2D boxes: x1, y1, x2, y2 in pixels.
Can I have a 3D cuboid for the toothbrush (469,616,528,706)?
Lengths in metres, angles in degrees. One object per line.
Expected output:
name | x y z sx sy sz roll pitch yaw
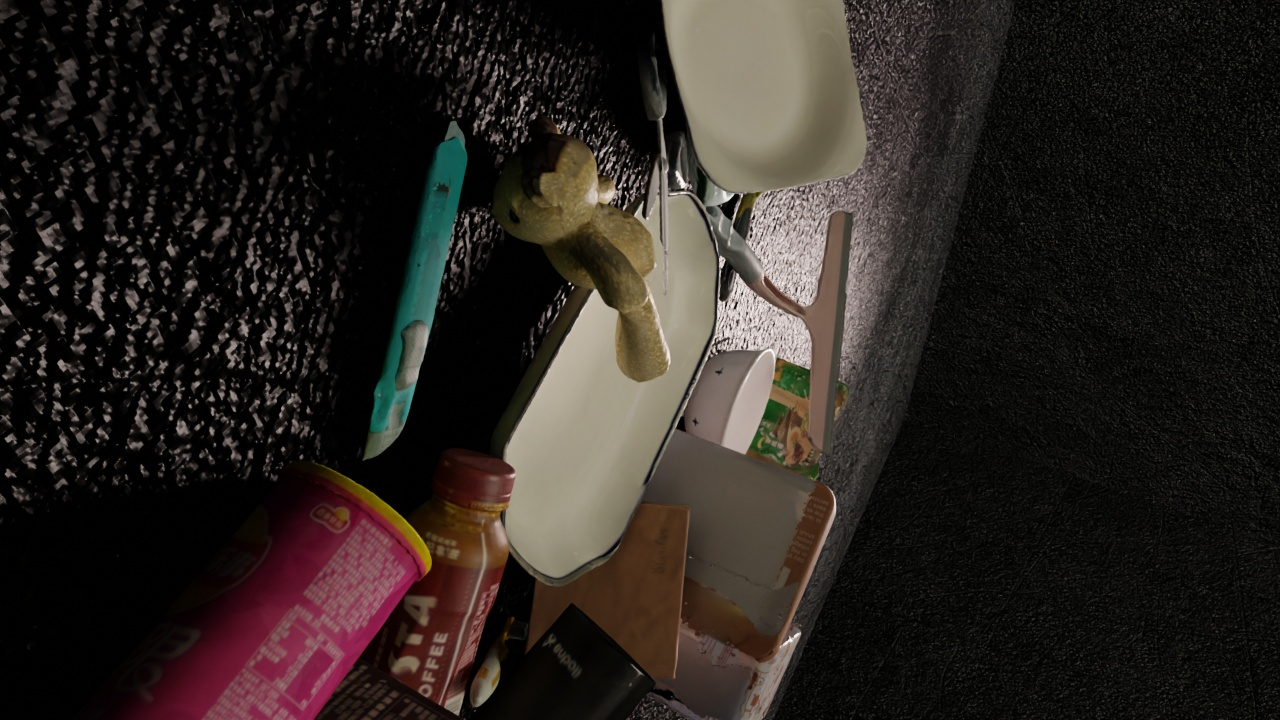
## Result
toothbrush | -0.082 0.176 0.546 0.191 0.018 0.016 119 -19 -84

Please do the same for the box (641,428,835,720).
box | 0.039 0.152 0.698 0.193 0.183 0.156 -66 160 -3

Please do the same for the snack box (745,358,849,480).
snack box | 0.161 0.069 1.022 0.118 0.117 0.105 -66 164 -4

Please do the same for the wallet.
wallet | -0.021 0.149 0.615 0.020 0.101 0.115 100 -4 -76

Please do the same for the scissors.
scissors | 0.013 -0.113 0.511 0.175 0.014 0.159 -8 89 -79

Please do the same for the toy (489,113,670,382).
toy | -0.023 -0.051 0.479 0.105 0.066 0.157 -95 161 -45

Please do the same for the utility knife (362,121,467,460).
utility knife | -0.099 -0.029 0.411 0.029 0.013 0.157 -14 122 -68

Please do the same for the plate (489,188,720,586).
plate | -0.021 0.011 0.585 0.265 0.034 0.162 -64 148 -21

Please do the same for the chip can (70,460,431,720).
chip can | -0.164 0.136 0.319 0.210 0.071 0.071 -56 155 -32

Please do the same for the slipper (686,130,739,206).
slipper | 0.102 -0.195 0.685 0.244 0.074 0.104 -54 155 -39

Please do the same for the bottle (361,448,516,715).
bottle | -0.108 0.133 0.474 0.057 0.057 0.175 6 103 -69

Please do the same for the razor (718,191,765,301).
razor | 0.092 -0.120 0.799 0.042 0.022 0.143 17 93 -53

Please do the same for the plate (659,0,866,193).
plate | 0.072 -0.187 0.577 0.163 0.034 0.163 -15 97 -38

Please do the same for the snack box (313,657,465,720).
snack box | -0.117 0.194 0.408 0.053 0.126 0.113 -34 139 -54

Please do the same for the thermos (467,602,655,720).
thermos | -0.088 0.256 0.506 0.242 0.090 0.068 -48 147 -11

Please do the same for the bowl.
bowl | 0.069 0.035 0.823 0.118 0.065 0.118 -52 153 -40

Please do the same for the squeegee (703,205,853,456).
squeegee | 0.104 -0.074 0.782 0.249 0.040 0.247 33 60 -46
